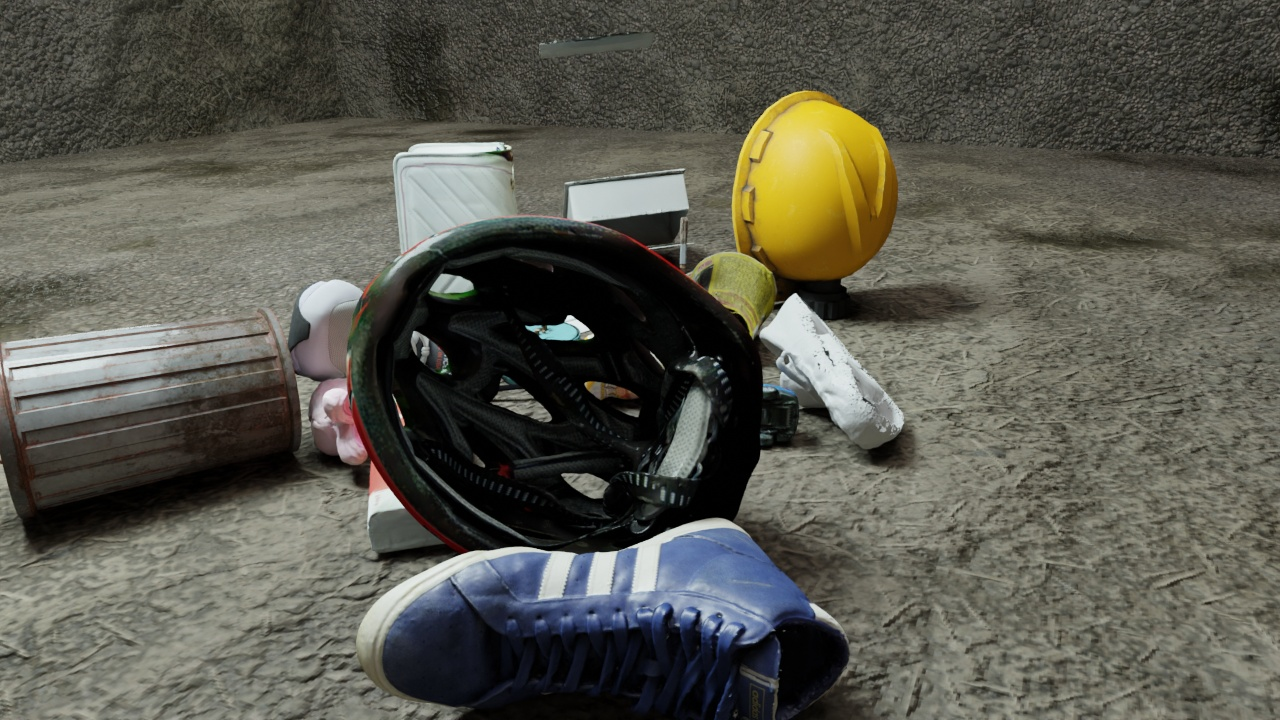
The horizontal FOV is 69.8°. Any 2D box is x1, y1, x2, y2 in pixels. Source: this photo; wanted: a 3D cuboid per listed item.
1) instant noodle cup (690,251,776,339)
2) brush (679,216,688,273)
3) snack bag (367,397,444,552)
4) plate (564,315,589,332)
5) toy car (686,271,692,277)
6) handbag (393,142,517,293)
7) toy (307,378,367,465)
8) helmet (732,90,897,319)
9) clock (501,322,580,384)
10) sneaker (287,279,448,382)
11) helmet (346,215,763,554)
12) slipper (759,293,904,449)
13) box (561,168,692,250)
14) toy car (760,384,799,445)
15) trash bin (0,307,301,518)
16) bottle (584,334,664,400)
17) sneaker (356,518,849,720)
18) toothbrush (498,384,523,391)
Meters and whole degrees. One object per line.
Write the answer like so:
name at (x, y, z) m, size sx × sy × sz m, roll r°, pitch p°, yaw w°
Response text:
instant noodle cup at (0.092, -0.052, 0.980) m, size 0.102 × 0.102 × 0.108 m, roll 4°, pitch 30°, yaw 12°
brush at (0.044, -0.078, 0.967) m, size 0.008 × 0.143 × 0.045 m, roll 2°, pitch 12°, yaw 3°
snack bag at (-0.170, 0.075, 0.716) m, size 0.077 × 0.041 × 0.225 m, roll -8°, pitch 23°, yaw -12°
plate at (-0.110, -0.055, 1.098) m, size 0.134 × 0.011 × 0.134 m, roll -1°, pitch 21°, yaw 0°
toy car at (0.070, -0.079, 1.111) m, size 0.047 × 0.047 × 0.111 m, roll 39°, pitch 44°, yaw 25°
handbag at (-0.220, -0.167, 1.138) m, size 0.142 × 0.199 × 0.096 m, roll 0°, pitch 19°, yaw 0°
toy at (-0.243, 0.048, 0.746) m, size 0.047 × 0.063 × 0.110 m, roll -10°, pitch 11°, yaw -22°
helmet at (0.223, -0.177, 1.065) m, size 0.204 × 0.256 × 0.131 m, roll -12°, pitch 24°, yaw -29°
clock at (-0.116, -0.013, 0.928) m, size 0.124 × 0.053 × 0.089 m, roll 15°, pitch 25°, yaw 35°
sneaker at (-0.226, -0.018, 0.842) m, size 0.124 × 0.089 × 0.240 m, roll 9°, pitch -1°, yaw -1°
helmet at (-0.054, 0.027, 0.582) m, size 0.272 × 0.217 × 0.167 m, roll 29°, pitch -14°, yaw -18°
slipper at (0.164, 0.009, 0.836) m, size 0.112 × 0.075 × 0.246 m, roll 26°, pitch 16°, yaw -18°
box at (-0.005, -0.054, 1.306) m, size 0.168 × 0.404 × 0.172 m, roll -9°, pitch 6°, yaw -7°
toy car at (0.073, 0.044, 0.778) m, size 0.120 × 0.056 × 0.043 m, roll 2°, pitch 15°, yaw -1°
trash bin at (-0.385, 0.035, 0.702) m, size 0.210 × 0.131 × 0.131 m, roll -12°, pitch 23°, yaw -32°
bottle at (-0.005, 0.005, 0.861) m, size 0.108 × 0.063 × 0.063 m, roll -3°, pitch 21°, yaw -5°
sneaker at (-0.006, 0.150, 0.451) m, size 0.232 × 0.091 × 0.118 m, roll -4°, pitch 22°, yaw -32°
toothbrush at (-0.164, 0.030, 0.865) m, size 0.167 × 0.014 × 0.014 m, roll -4°, pitch 32°, yaw -1°
